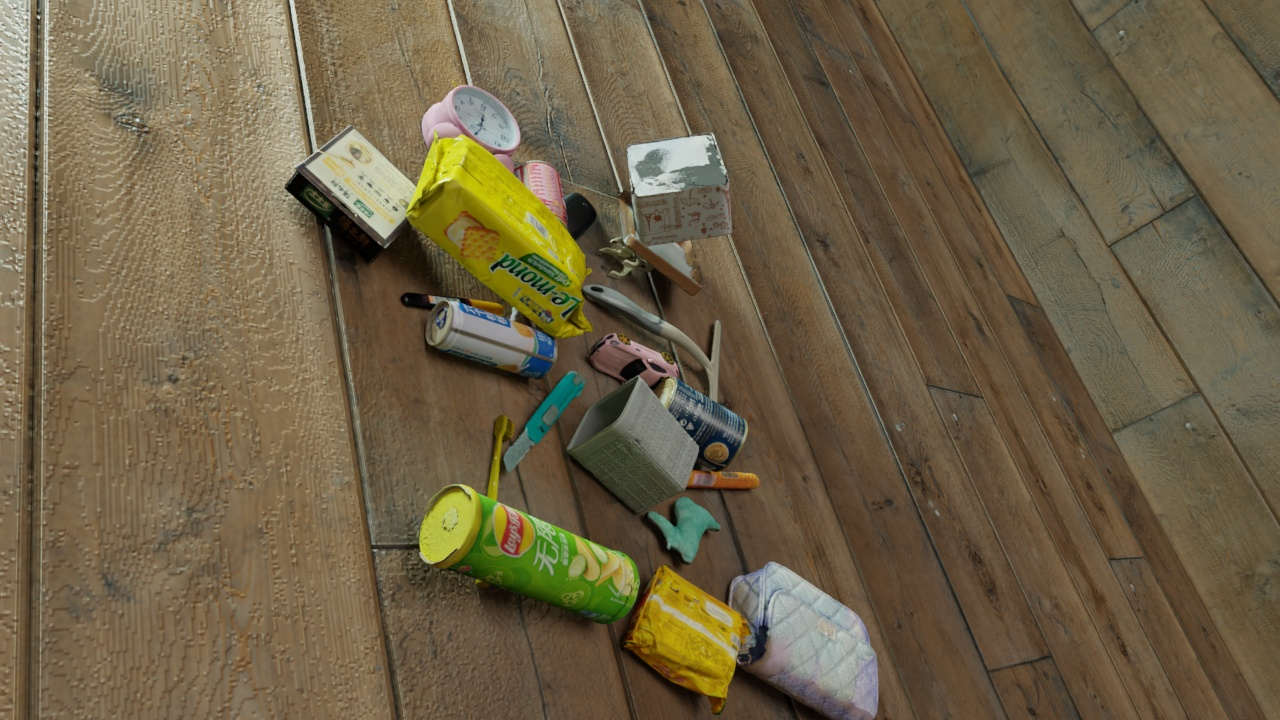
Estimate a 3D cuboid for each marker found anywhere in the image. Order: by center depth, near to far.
[{"bbox_3d":[-0.200,-0.059,0.985,0.123,0.015,0.018,6,55,-43],"label":"marker"}]

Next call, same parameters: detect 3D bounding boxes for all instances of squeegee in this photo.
[{"bbox_3d":[0.028,-0.035,1.207,0.246,0.039,0.245,35,39,-24],"label":"squeegee"}]

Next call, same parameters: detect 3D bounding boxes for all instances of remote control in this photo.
[{"bbox_3d":[-0.091,-0.190,1.213,0.053,0.024,0.136,46,35,-8],"label":"remote control"}]

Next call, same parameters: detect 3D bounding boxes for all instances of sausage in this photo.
[{"bbox_3d":[0.098,0.149,1.144,0.165,0.022,0.021,10,53,-45],"label":"sausage"}]

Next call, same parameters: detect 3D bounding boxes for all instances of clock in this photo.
[{"bbox_3d":[-0.204,-0.266,1.117,0.117,0.060,0.158,28,44,-31],"label":"clock"}]

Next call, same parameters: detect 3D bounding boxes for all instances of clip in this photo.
[{"bbox_3d":[-0.021,-0.150,1.254,0.083,0.035,0.104,54,30,-1],"label":"clip"}]

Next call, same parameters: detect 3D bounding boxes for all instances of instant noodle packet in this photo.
[{"bbox_3d":[0.050,0.285,0.945,0.128,0.044,0.110,37,44,-7],"label":"instant noodle packet"}]

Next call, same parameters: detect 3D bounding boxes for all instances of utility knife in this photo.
[{"bbox_3d":[-0.100,0.061,0.989,0.029,0.013,0.207,55,31,-12],"label":"utility knife"}]

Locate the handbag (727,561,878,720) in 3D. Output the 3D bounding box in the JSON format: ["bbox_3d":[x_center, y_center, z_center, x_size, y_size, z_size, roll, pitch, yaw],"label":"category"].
[{"bbox_3d":[0.188,0.324,1.051,0.194,0.076,0.133,34,41,-24],"label":"handbag"}]

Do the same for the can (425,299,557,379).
[{"bbox_3d":[-0.156,-0.021,0.968,0.134,0.053,0.053,19,47,-39],"label":"can"}]

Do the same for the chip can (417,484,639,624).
[{"bbox_3d":[-0.093,0.180,0.830,0.221,0.073,0.072,32,39,-40],"label":"chip can"}]

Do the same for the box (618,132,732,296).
[{"bbox_3d":[0.047,-0.192,1.279,0.182,0.153,0.178,-95,175,-54],"label":"box"}]

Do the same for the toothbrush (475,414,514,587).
[{"bbox_3d":[-0.140,0.132,0.889,0.016,0.016,0.189,36,38,-34],"label":"toothbrush"}]

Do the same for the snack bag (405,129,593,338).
[{"bbox_3d":[-0.143,-0.138,1.005,0.246,0.068,0.157,41,23,-26],"label":"snack bag"}]

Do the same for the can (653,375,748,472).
[{"bbox_3d":[0.063,0.076,1.109,0.111,0.076,0.075,31,40,-18],"label":"can"}]

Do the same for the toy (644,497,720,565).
[{"bbox_3d":[0.048,0.190,1.046,0.096,0.030,0.091,39,35,-10],"label":"toy"}]

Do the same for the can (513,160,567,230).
[{"bbox_3d":[-0.126,-0.191,1.134,0.066,0.067,0.093,19,45,-39],"label":"can"}]

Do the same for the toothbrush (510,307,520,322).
[{"bbox_3d":[-0.128,-0.089,1.089,0.021,0.029,0.188,10,41,4],"label":"toothbrush"}]

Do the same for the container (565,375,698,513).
[{"bbox_3d":[-0.004,0.097,1.015,0.114,0.090,0.090,47,36,-15],"label":"container"}]

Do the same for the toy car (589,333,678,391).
[{"bbox_3d":[-0.007,0.007,1.117,0.122,0.056,0.037,23,38,-35],"label":"toy car"}]

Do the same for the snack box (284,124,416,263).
[{"bbox_3d":[-0.290,-0.169,0.939,0.113,0.053,0.125,44,36,-16],"label":"snack box"}]
